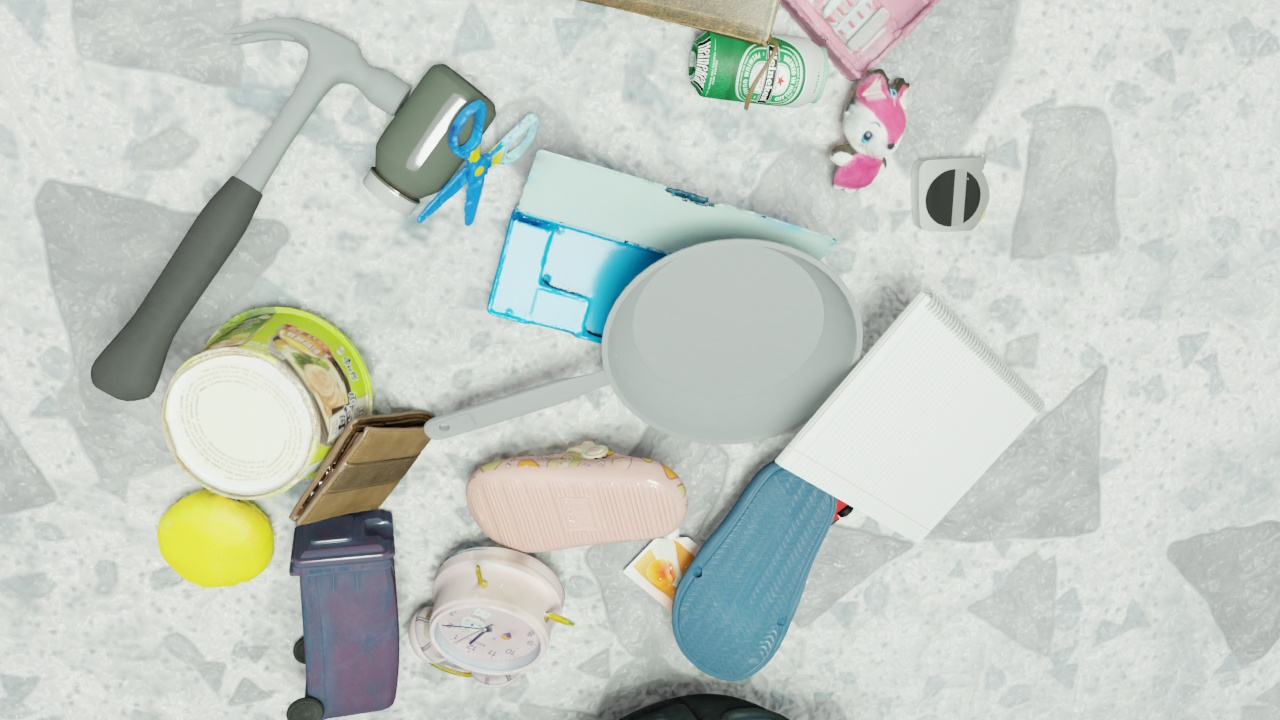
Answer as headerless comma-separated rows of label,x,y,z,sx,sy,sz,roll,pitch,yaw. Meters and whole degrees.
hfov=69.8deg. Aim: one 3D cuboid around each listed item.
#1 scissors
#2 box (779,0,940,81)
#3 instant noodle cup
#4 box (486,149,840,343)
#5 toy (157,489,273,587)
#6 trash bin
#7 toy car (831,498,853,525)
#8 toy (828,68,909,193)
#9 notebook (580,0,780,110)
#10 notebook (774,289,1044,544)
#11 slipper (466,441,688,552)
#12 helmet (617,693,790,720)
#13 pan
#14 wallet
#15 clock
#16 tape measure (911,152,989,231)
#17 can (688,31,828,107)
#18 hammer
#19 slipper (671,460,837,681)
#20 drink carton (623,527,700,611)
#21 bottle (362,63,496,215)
scissors,-0.122,-0.152,0.704,0.015,0.126,0.126,45,143,18
box,0.151,-0.354,0.690,0.179,0.039,0.232,-43,107,11
instant noodle cup,-0.292,0.037,0.712,0.146,0.097,0.146,1,104,3
box,0.013,-0.080,0.743,0.243,0.071,0.171,15,128,-12
toy,-0.361,0.153,0.781,0.095,0.041,0.094,22,108,-13
trash bin,-0.256,0.215,0.786,0.092,0.094,0.161,-2,109,-16
toy car,0.157,0.142,0.849,0.089,0.025,0.038,-38,101,3
toy,0.191,-0.179,0.740,0.065,0.050,0.103,-4,123,-41
notebook,0.006,-0.302,0.659,0.215,0.034,0.190,15,109,6
notebook,0.242,0.059,0.790,0.245,0.013,0.178,31,103,-41
slipper,-0.052,0.105,0.781,0.198,0.081,0.093,-6,121,20
helmet,0.066,0.416,0.812,0.316,0.235,0.249,-19,109,-3
pan,-0.004,0.004,0.732,0.357,0.050,0.201,-13,128,10
wallet,-0.219,0.085,0.742,0.027,0.121,0.099,39,100,12
clock,-0.138,0.233,0.810,0.116,0.058,0.158,31,124,-17
tape measure,0.264,-0.143,0.780,0.064,0.016,0.065,-4,107,-5
can,0.090,-0.227,0.713,0.101,0.053,0.053,4,106,-8
hammer,-0.303,-0.111,0.670,0.125,0.029,0.310,32,84,-12
slipper,0.099,0.182,0.819,0.104,0.059,0.214,26,96,0
drink carton,0.049,0.210,0.856,0.122,0.039,0.069,41,99,-10
bottle,-0.162,-0.166,0.697,0.060,0.060,0.108,36,99,-16
